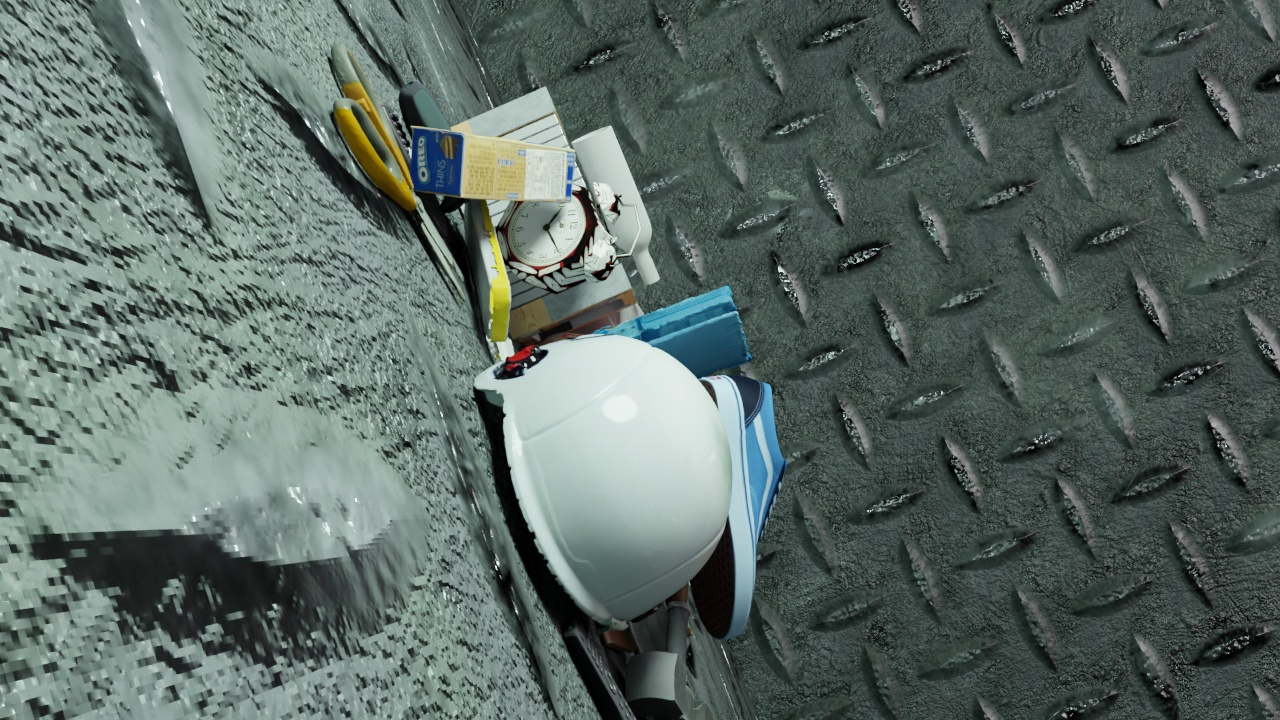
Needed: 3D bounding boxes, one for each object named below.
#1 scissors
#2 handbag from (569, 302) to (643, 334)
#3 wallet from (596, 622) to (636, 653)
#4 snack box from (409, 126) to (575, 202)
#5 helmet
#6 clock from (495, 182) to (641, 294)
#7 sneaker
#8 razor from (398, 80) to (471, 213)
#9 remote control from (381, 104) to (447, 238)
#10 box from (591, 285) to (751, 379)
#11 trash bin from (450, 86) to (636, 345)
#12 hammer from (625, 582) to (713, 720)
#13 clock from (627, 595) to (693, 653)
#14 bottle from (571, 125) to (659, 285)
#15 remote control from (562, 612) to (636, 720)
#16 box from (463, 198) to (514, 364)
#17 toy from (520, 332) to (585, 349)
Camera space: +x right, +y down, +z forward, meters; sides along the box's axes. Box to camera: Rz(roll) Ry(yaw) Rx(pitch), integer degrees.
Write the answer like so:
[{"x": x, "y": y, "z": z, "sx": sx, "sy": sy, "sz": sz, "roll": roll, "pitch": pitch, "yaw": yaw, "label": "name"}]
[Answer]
[{"x": -0.188, "y": -0.143, "z": 0.723, "sx": 0.226, "sy": 0.016, "sz": 0.161, "roll": 66, "pitch": 1, "yaw": -58, "label": "scissors"}, {"x": -0.099, "y": -0.084, "z": 1.236, "sx": 0.216, "sy": 0.095, "sz": 0.223, "roll": 10, "pitch": -40, "yaw": 41, "label": "handbag"}, {"x": -0.039, "y": 0.206, "z": 0.838, "sx": 0.087, "sy": 0.013, "sz": 0.121, "roll": 55, "pitch": 11, "yaw": -64, "label": "wallet"}, {"x": -0.131, "y": -0.178, "z": 0.849, "sx": 0.206, "sy": 0.057, "sz": 0.056, "roll": -20, "pitch": 117, "yaw": -66, "label": "snack box"}, {"x": -0.009, "y": 0.081, "z": 0.738, "sx": 0.264, "sy": 0.164, "sz": 0.236, "roll": -62, "pitch": 126, "yaw": -84, "label": "helmet"}, {"x": -0.070, "y": -0.129, "z": 0.965, "sx": 0.065, "sy": 0.155, "sz": 0.114, "roll": 45, "pitch": 47, "yaw": -64, "label": "clock"}, {"x": 0.102, "y": 0.134, "z": 0.850, "sx": 0.084, "sy": 0.098, "sz": 0.241, "roll": -5, "pitch": -95, "yaw": 62, "label": "sneaker"}, {"x": -0.187, "y": -0.195, "z": 0.844, "sx": 0.052, "sy": 0.047, "sz": 0.143, "roll": 27, "pitch": -25, "yaw": 29, "label": "razor"}, {"x": -0.200, "y": -0.167, "z": 0.816, "sx": 0.046, "sy": 0.009, "sz": 0.124, "roll": -109, "pitch": 176, "yaw": -78, "label": "remote control"}, {"x": -0.005, "y": 0.006, "z": 0.926, "sx": 0.048, "sy": 0.231, "sz": 0.093, "roll": -106, "pitch": 176, "yaw": -52, "label": "box"}, {"x": -0.120, "y": -0.159, "z": 1.082, "sx": 0.142, "sy": 0.142, "sz": 0.247, "roll": 49, "pitch": 18, "yaw": -86, "label": "trash bin"}, {"x": 0.040, "y": 0.213, "z": 0.910, "sx": 0.321, "sy": 0.043, "sz": 0.156, "roll": -83, "pitch": 158, "yaw": -43, "label": "hammer"}, {"x": 0.016, "y": 0.274, "z": 0.977, "sx": 0.103, "sy": 0.056, "sz": 0.148, "roll": -95, "pitch": 163, "yaw": -60, "label": "clock"}, {"x": -0.022, "y": -0.185, "z": 1.126, "sx": 0.052, "sy": 0.052, "sz": 0.195, "roll": -110, "pitch": 177, "yaw": -72, "label": "bottle"}, {"x": -0.023, "y": 0.246, "z": 0.669, "sx": 0.032, "sy": 0.015, "sz": 0.136, "roll": -110, "pitch": 174, "yaw": -73, "label": "remote control"}, {"x": -0.145, "y": -0.072, "z": 0.895, "sx": 0.209, "sy": 0.038, "sz": 0.130, "roll": -114, "pitch": -167, "yaw": -49, "label": "box"}, {"x": -0.058, "y": 0.025, "z": 1.113, "sx": 0.142, "sy": 0.084, "sz": 0.213, "roll": 23, "pitch": -14, "yaw": 12, "label": "toy"}]
